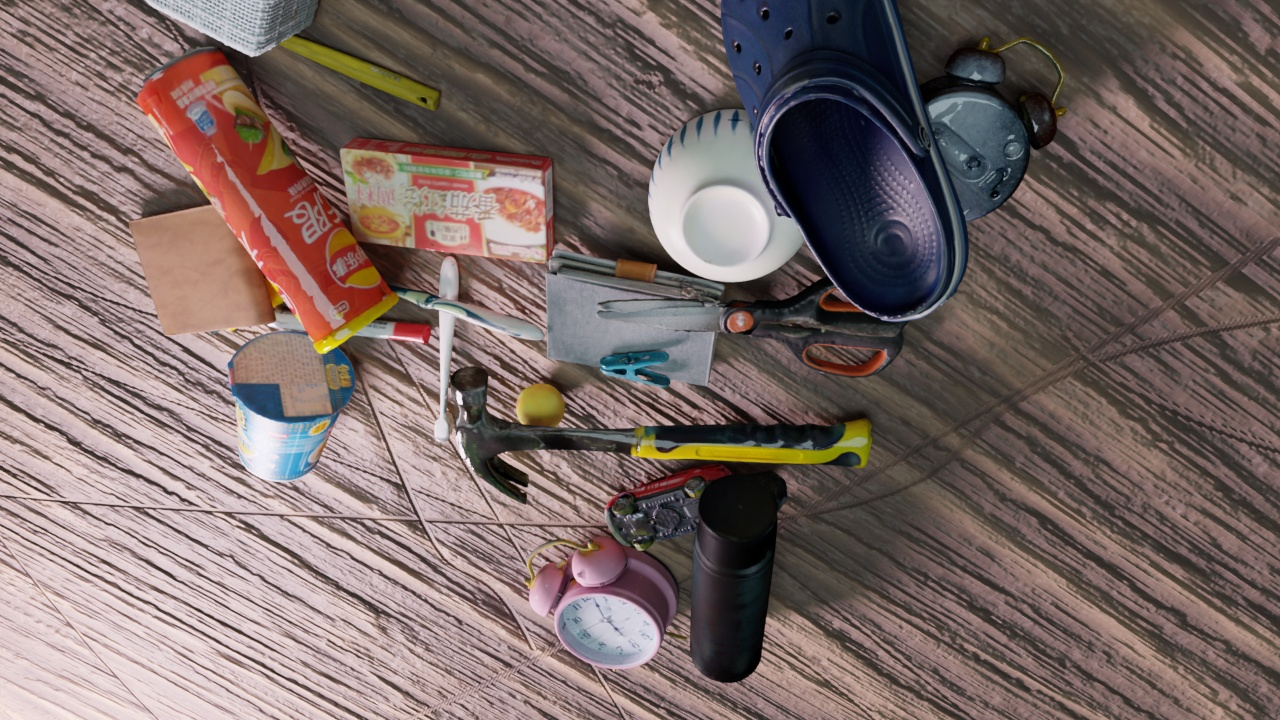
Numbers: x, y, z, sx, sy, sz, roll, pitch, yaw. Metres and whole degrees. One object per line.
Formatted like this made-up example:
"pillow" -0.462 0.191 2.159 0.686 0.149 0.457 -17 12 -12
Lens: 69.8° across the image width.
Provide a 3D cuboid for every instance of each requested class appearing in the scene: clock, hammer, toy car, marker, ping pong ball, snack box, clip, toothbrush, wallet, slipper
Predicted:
"clock" -0.038 0.220 0.855 0.117 0.059 0.158 -33 109 28
"hammer" 0.017 0.065 0.724 0.323 0.031 0.126 2 131 0
"toy car" 0.028 0.123 0.782 0.121 0.045 0.053 -18 116 17
"marker" -0.245 -0.029 0.762 0.145 0.017 0.017 6 124 9
"ping pong ball" -0.082 0.039 0.754 0.040 0.040 0.040 6 124 9
"snack box" -0.140 -0.117 0.672 0.153 0.025 0.075 8 124 8
"clip" -0.004 0.005 0.694 0.055 0.013 0.034 6 136 7
"toothbrush" -0.230 -0.213 0.634 0.190 0.016 0.016 22 126 -2
"toothbrush" -0.160 -0.007 0.760 0.016 0.016 0.180 13 123 5
"wallet" -0.005 -0.033 0.691 0.130 0.036 0.107 11 136 6
"clock" 0.200 -0.140 0.560 0.082 0.055 0.122 36 123 -10
"wallet" -0.354 -0.073 0.739 0.115 0.020 0.101 -4 105 21
"slipper" 0.103 -0.136 0.522 0.105 0.095 0.253 -19 96 39
"toothbrush" -0.164 -0.044 0.718 0.192 0.018 0.016 17 121 12

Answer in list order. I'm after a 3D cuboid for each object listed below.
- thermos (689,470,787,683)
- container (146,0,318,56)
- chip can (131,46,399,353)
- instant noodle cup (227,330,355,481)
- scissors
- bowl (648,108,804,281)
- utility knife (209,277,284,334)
"thermos" 0.085 0.183 0.769 0.068 0.089 0.243 40 150 31
"container" -0.245 -0.261 0.563 0.090 0.089 0.112 26 127 -5
"chip can" -0.264 -0.112 0.660 0.073 0.073 0.216 -26 104 27
"instant noodle cup" -0.303 0.045 0.785 0.099 0.099 0.110 26 134 -5
"scissors" 0.081 -0.016 0.653 0.235 0.021 0.139 -14 128 3
"bowl" 0.059 -0.101 0.612 0.116 0.066 0.117 6 124 9
"utility knife" -0.304 -0.057 0.753 0.177 0.033 0.015 -21 159 28
